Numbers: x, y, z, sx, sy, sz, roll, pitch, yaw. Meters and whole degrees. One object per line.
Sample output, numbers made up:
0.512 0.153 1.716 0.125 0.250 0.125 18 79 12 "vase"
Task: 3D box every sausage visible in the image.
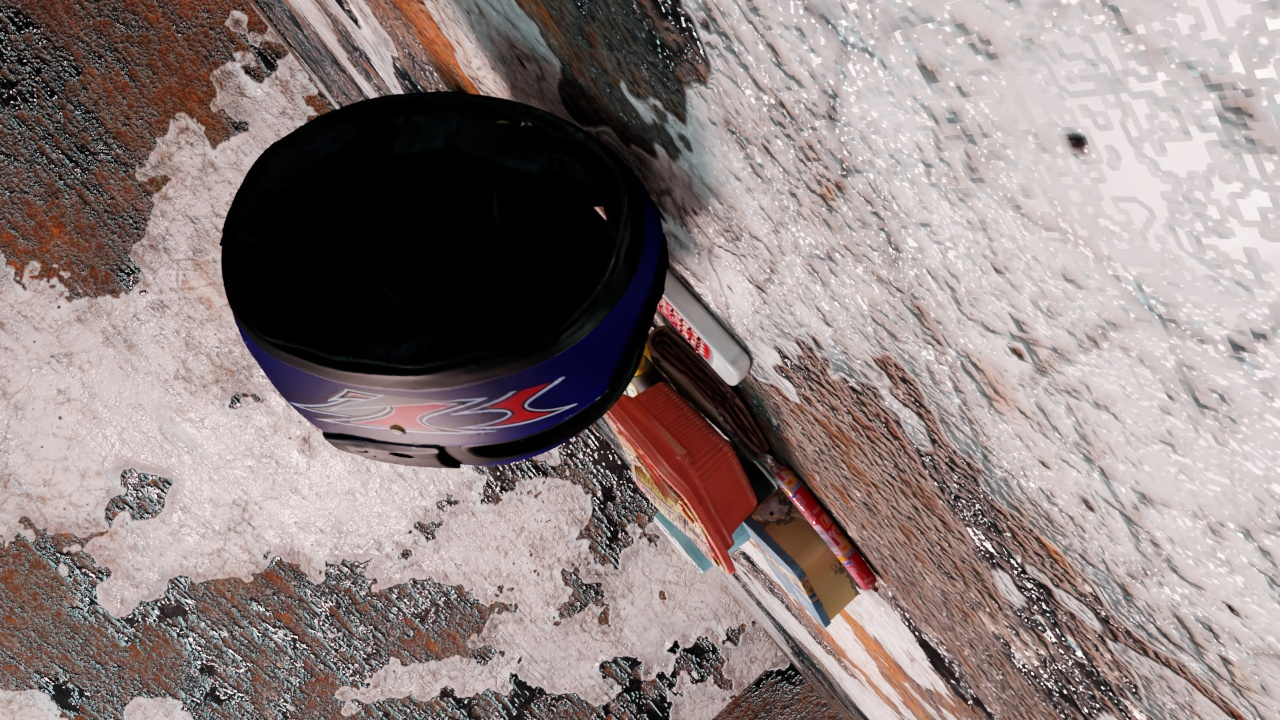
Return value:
0.169 0.152 0.833 0.156 0.020 0.020 51 173 -8 "sausage"

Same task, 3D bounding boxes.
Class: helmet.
-0.113 -0.039 0.640 0.316 0.247 0.240 10 162 23 "helmet"

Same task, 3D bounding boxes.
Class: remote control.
0.031 -0.037 0.693 0.136 0.020 0.056 48 172 12 "remote control"

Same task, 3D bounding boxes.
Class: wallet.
0.059 0.031 0.835 0.124 0.032 0.101 44 173 42 "wallet"

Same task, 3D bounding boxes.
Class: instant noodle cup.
0.082 0.159 0.976 0.111 0.120 0.111 49 173 8 "instant noodle cup"
0.037 0.098 0.862 0.164 0.079 0.189 45 170 42 "instant noodle cup"

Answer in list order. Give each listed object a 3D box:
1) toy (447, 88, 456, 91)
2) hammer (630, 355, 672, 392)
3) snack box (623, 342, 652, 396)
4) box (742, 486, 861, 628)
-0.170 -0.140 0.920 0.226 0.090 0.247 -59 -43 -75 "toy"
-0.005 0.005 0.912 0.129 0.032 0.301 -2 144 35 "hammer"
-0.016 0.003 1.010 0.087 0.033 0.140 41 154 49 "snack box"
0.168 0.203 0.934 0.090 0.061 0.184 44 169 41 "box"
